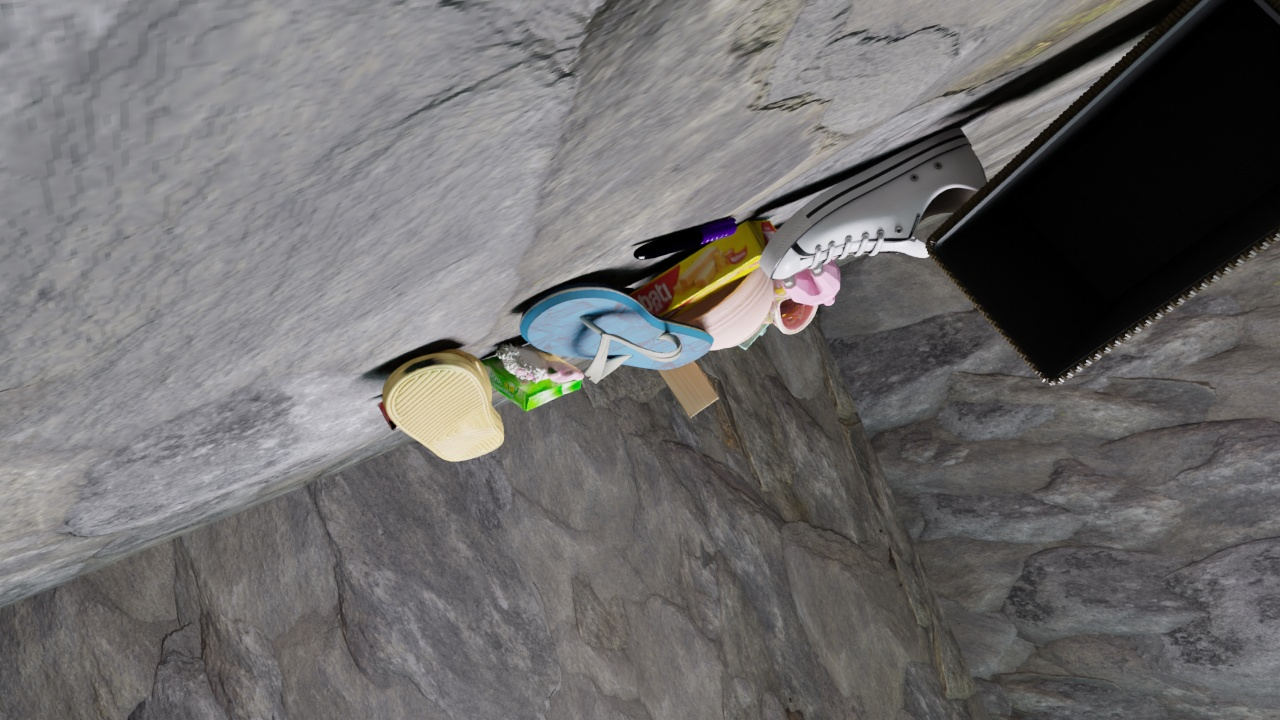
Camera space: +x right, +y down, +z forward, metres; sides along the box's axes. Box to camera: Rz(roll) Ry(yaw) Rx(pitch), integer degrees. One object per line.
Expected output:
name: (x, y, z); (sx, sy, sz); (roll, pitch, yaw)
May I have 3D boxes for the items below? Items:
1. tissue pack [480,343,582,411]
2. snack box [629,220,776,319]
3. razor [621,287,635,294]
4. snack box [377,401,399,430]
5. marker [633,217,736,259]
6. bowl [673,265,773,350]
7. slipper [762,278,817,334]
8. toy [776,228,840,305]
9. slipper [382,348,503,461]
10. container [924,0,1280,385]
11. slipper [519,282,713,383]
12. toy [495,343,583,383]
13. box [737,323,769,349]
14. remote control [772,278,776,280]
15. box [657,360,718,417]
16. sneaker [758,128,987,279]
tissue pack: (-0.144, 0.019, 1.203); (0.099, 0.034, 0.114); (-22, -142, -40)
snack box: (0.057, -0.086, 1.010); (0.201, 0.042, 0.092); (-31, 175, 24)
razor: (-0.065, -0.054, 1.091); (0.144, 0.021, 0.044); (-23, 162, 27)
snack box: (-0.276, 0.050, 1.243); (0.076, 0.044, 0.273); (-29, 179, 3)
marker: (0.042, -0.109, 0.823); (0.133, 0.015, 0.018); (-22, 151, -42)
bowl: (0.103, -0.065, 1.107); (0.153, 0.076, 0.152); (-35, -160, 15)
slipper: (0.221, -0.082, 1.340); (0.093, 0.081, 0.197); (-23, 175, -11)
toy: (0.216, -0.127, 1.160); (0.067, 0.123, 0.157); (-24, 163, 24)
slipper: (-0.208, 0.038, 0.975); (0.099, 0.078, 0.264); (-21, 158, -4)
container: (0.452, -0.161, 0.794); (0.204, 0.176, 0.322); (-29, 166, -43)
slipper: (-0.016, -0.012, 0.949); (0.118, 0.060, 0.294); (-23, 159, 29)
toy: (-0.125, 0.009, 1.138); (0.109, 0.041, 0.095); (17, -177, 3)
box: (0.135, -0.079, 1.434); (0.138, 0.055, 0.186); (15, -154, 18)
remote control: (0.185, -0.134, 1.438); (0.141, 0.021, 0.045); (-5, -164, 36)
box: (-0.001, -0.009, 1.258); (0.252, 0.118, 0.247); (18, 180, 4)
sneaker: (0.240, -0.132, 0.917); (0.245, 0.097, 0.091); (-27, 166, -7)
